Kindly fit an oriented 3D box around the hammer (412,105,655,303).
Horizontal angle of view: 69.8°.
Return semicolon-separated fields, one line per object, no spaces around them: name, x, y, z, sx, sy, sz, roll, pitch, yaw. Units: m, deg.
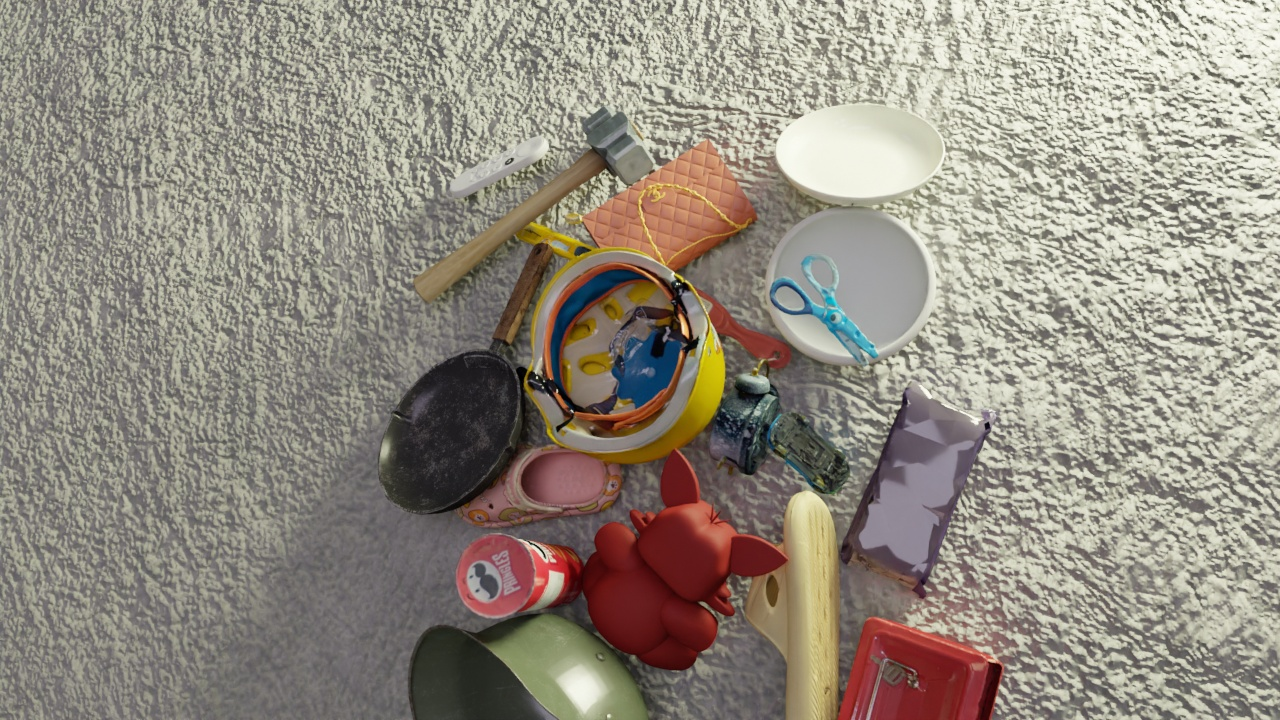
hammer;-0.133;-0.176;1.086;0.323;0.051;0.117;-36;41;4

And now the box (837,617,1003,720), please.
box;0.264;0.339;0.881;0.137;0.122;0.157;15;82;33

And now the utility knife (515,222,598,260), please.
utility knife;-0.090;-0.135;1.103;0.155;0.017;0.030;23;72;19

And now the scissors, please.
scissors;0.192;-0.043;0.955;0.083;0.015;0.140;-31;74;1

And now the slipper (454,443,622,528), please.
slipper;-0.120;0.130;1.009;0.197;0.081;0.093;-7;74;7

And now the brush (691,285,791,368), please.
brush;0.094;-0.039;1.034;0.172;0.030;0.041;32;82;17

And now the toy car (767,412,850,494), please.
toy car;0.175;0.097;0.967;0.105;0.032;0.048;41;76;-14

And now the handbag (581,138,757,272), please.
handbag;0.034;-0.161;1.054;0.172;0.060;0.109;-32;85;-1

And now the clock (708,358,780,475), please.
clock;0.116;0.060;0.974;0.052;0.090;0.129;20;84;21

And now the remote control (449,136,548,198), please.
remote control;-0.174;-0.237;1.127;0.137;0.013;0.043;-23;40;14

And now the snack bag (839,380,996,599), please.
snack bag;0.284;0.128;0.940;0.096;0.058;0.205;22;82;16

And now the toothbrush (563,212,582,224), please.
toothbrush;-0.026;-0.174;1.098;0.135;0.016;0.021;-2;79;11

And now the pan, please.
pan;-0.176;0.015;1.048;0.208;0.040;0.356;10;66;40

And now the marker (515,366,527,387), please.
marker;-0.095;0.054;1.058;0.138;0.016;0.022;42;118;17

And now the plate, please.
plate;0.242;-0.223;1.021;0.182;0.034;0.182;-5;46;5

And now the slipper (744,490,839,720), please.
slipper;0.152;0.263;0.919;0.079;0.111;0.261;-7;78;32

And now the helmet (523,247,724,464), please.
helmet;-0.006;0.006;0.989;0.209;0.139;0.239;-32;53;13

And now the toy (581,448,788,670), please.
toy;0.033;0.210;0.923;0.158;0.120;0.197;45;111;19

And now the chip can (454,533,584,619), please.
chip can;-0.109;0.212;0.905;0.073;0.233;0.073;-2;77;8

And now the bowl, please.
bowl;0.226;-0.075;0.997;0.177;0.066;0.176;-3;76;11

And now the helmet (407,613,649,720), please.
helmet;-0.084;0.351;0.896;0.268;0.153;0.228;42;127;27
